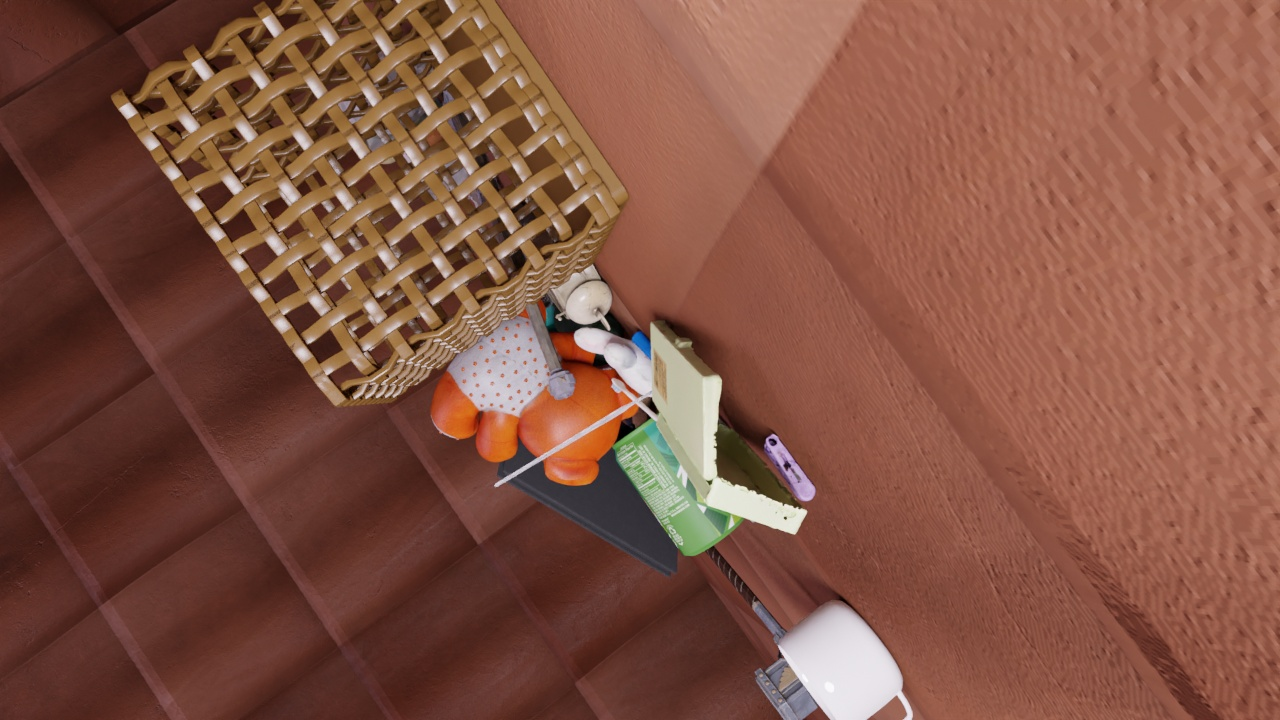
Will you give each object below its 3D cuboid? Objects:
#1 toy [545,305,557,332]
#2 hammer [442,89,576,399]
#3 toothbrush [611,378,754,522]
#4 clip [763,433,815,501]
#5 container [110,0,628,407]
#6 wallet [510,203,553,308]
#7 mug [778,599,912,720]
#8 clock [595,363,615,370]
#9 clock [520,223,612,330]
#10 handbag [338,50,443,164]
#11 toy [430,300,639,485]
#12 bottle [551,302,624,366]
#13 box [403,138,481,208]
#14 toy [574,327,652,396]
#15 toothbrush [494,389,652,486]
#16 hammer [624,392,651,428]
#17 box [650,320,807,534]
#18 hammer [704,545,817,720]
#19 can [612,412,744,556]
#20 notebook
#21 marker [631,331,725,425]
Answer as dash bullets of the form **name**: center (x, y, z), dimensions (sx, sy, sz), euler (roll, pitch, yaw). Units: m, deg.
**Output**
- **toy**: center (-0.109, -0.030, 1.164), dimensions (0.193, 0.072, 0.131), euler (-90, -7, -68)
- **hammer**: center (-0.122, -0.111, 0.838), dimensions (0.147, 0.028, 0.316), euler (115, 134, -69)
- **toothbrush**: center (0.042, 0.079, 0.844), dimensions (0.185, 0.022, 0.024), euler (42, 142, 4)
- **clip**: center (0.098, 0.071, 0.622), dimensions (0.050, 0.014, 0.045), euler (58, 173, -9)
- **container**: center (-0.168, -0.120, 0.657), dimensions (0.219, 0.214, 0.252), euler (55, 173, -3)
- **wallet**: center (-0.123, -0.124, 1.018), dimensions (0.131, 0.054, 0.100), euler (46, 160, 59)
- **mug**: center (0.177, 0.265, 0.777), dimensions (0.115, 0.068, 0.094), euler (51, 172, 31)
- **clock**: center (-0.057, -0.004, 1.086), dimensions (0.087, 0.044, 0.124), euler (-169, 68, -84)
- **clock**: center (-0.066, -0.071, 0.868), dimensions (0.141, 0.054, 0.093), euler (52, 172, 38)
- **handbag**: center (-0.266, -0.275, 1.001), dimensions (0.123, 0.112, 0.171), euler (58, 171, -17)
- **toy**: center (-0.095, 0.033, 0.879), dimensions (0.172, 0.163, 0.093), euler (35, 157, -3)
- **bottle**: center (-0.071, -0.048, 1.011), dimensions (0.055, 0.055, 0.174), euler (58, 173, -29)
- **box**: center (-0.232, -0.236, 1.113), dimensions (0.159, 0.091, 0.081), euler (60, 172, 23)
- **toy**: center (-0.005, 0.005, 0.872), dimensions (0.125, 0.037, 0.076), euler (35, -176, -44)
- **toothbrush**: center (-0.039, 0.049, 0.731), dimensions (0.010, 0.181, 0.010), euler (56, 169, 20)
- **hammer**: center (0.000, 0.054, 1.108), dimensions (0.129, 0.040, 0.322), euler (57, 173, 12)
- **box**: center (0.043, 0.047, 0.641), dimensions (0.133, 0.061, 0.188), euler (60, 178, -17)
- **hammer**: center (0.115, 0.254, 1.005), dimensions (0.044, 0.098, 0.322), euler (59, 172, -31)
- **can**: center (0.040, 0.129, 0.981), dimensions (0.144, 0.083, 0.083), euler (54, 173, 3)
- **notebook**: center (-0.046, 0.112, 0.987), dimensions (0.231, 0.019, 0.168), euler (36, -145, -26)
- **marker**: center (0.033, 0.019, 0.803), dimensions (0.142, 0.013, 0.013), euler (49, 171, 40)
